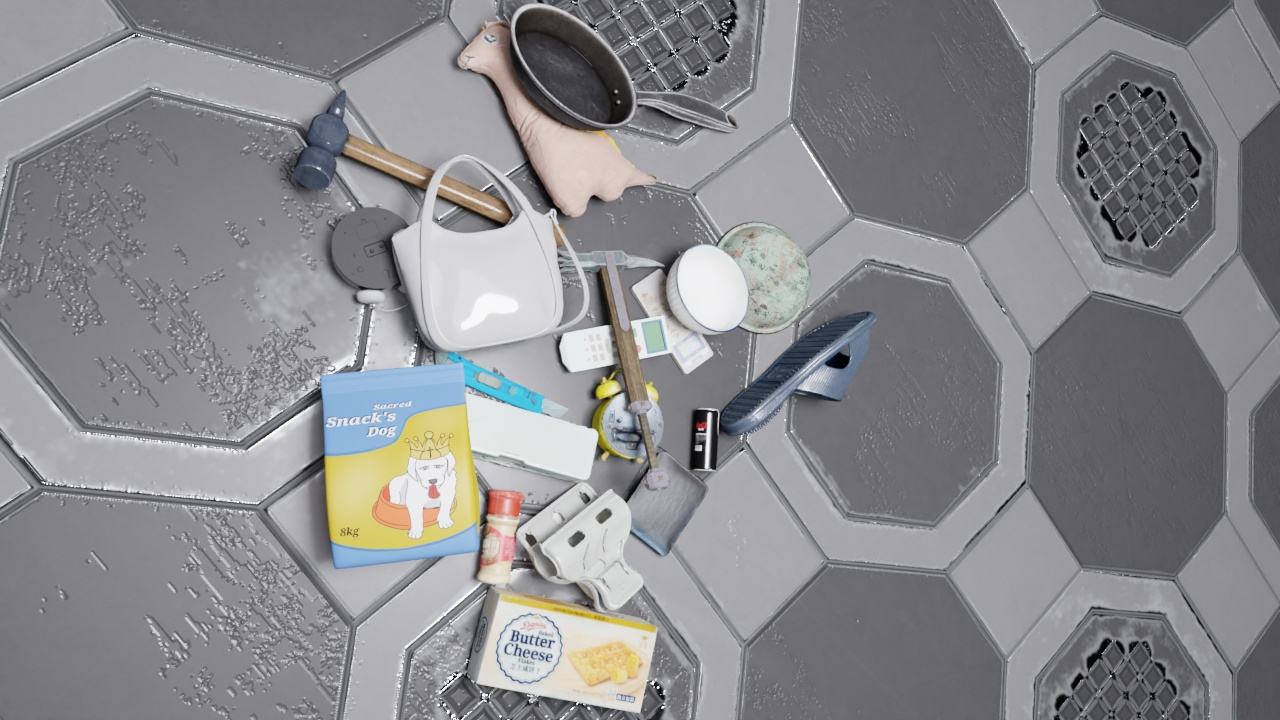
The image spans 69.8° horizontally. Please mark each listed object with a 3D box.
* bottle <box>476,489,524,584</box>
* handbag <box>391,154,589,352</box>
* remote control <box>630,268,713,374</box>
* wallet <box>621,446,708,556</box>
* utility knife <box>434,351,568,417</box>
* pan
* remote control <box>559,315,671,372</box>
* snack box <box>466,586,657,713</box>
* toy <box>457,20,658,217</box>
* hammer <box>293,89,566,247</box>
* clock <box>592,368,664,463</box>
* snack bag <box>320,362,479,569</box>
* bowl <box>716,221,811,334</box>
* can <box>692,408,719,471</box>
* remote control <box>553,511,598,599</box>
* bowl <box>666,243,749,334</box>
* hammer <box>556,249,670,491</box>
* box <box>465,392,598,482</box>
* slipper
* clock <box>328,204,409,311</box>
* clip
[{"bbox_3d":[-0.165,0.207,1.078,0.044,0.044,0.109,11,81,-21],"label":"bottle"},{"bbox_3d":[-0.178,-0.128,1.068,0.215,0.096,0.222,-11,94,-25],"label":"handbag"},{"bbox_3d":[0.042,-0.051,1.207,0.050,0.011,0.136,-35,98,-22],"label":"remote control"},{"bbox_3d":[0.028,0.179,1.169,0.089,0.026,0.114,39,72,-16],"label":"wallet"},{"bbox_3d":[-0.169,0.031,1.110,0.178,0.015,0.031,25,80,-20],"label":"utility knife"},{"bbox_3d":[-0.016,-0.344,1.175,0.356,0.055,0.187,12,54,-38],"label":"pan"},{"bbox_3d":[-0.034,-0.020,1.165,0.143,0.024,0.049,-11,89,-21],"label":"remote control"},{"bbox_3d":[-0.090,0.342,1.086,0.207,0.058,0.104,18,78,-20],"label":"snack box"},{"bbox_3d":[-0.105,-0.309,1.155,0.195,0.065,0.264,-24,86,-34],"label":"toy"},{"bbox_3d":[-0.233,-0.208,1.090,0.321,0.040,0.129,21,56,-23],"label":"hammer"},{"bbox_3d":[-0.016,0.068,1.145,0.083,0.057,0.118,6,82,-21],"label":"clock"},{"bbox_3d":[-0.260,0.111,0.998,0.159,0.102,0.205,-5,90,-10],"label":"snack bag"},{"bbox_3d":[0.173,-0.116,1.252,0.157,0.039,0.157,3,83,-22],"label":"bowl"},{"bbox_3d":[0.085,0.103,1.197,0.031,0.032,0.080,7,82,-22],"label":"can"},{"bbox_3d":[-0.078,0.239,1.125,0.043,0.013,0.136,-42,101,-21],"label":"remote control"},{"bbox_3d":[0.077,-0.086,1.187,0.118,0.062,0.118,11,70,-33],"label":"bowl"},{"bbox_3d":[-0.008,0.007,1.123,0.146,0.028,0.316,-4,68,-24],"label":"hammer"},{"bbox_3d":[-0.150,0.089,1.095,0.199,0.066,0.083,16,94,-17],"label":"box"},{"bbox_3d":[0.222,0.032,1.232,0.263,0.101,0.082,-38,107,-15],"label":"slipper"},{"bbox_3d":[-0.303,-0.116,1.059,0.094,0.035,0.122,-25,95,-23],"label":"clock"},{"bbox_3d":[-0.054,0.221,1.080,0.152,0.097,0.125,47,52,11],"label":"clip"}]
